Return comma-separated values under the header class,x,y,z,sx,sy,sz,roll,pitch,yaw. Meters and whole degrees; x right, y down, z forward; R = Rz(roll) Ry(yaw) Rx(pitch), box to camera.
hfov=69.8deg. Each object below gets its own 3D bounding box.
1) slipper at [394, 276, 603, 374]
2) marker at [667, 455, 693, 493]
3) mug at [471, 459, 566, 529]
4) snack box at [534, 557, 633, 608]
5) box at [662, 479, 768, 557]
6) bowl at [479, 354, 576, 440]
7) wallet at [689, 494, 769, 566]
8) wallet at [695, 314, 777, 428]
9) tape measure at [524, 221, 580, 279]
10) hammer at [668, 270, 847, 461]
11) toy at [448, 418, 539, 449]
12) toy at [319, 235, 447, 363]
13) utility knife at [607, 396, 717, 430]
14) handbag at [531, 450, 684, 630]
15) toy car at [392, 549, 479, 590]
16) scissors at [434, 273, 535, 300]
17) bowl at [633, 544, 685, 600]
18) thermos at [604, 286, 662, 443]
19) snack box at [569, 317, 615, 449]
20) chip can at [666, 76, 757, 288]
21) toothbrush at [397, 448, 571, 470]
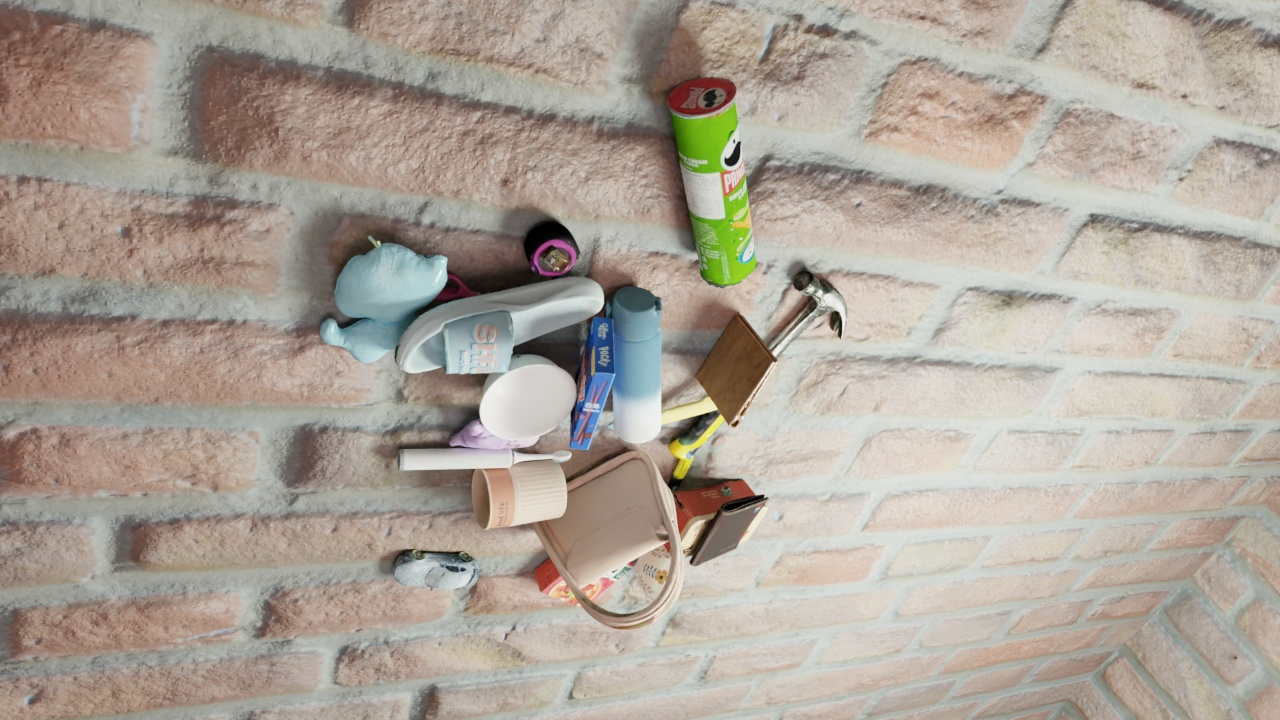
class,x,y,z,sx,sy,sz,roll,pitch,yaw
slipper,-0.148,-0.027,1.006,0.245,0.074,0.104,-18,163,-22
marker,0.052,0.182,1.367,0.018,0.015,0.124,0,131,-28
mug,-0.165,0.182,1.217,0.105,0.081,0.115,-4,152,-26
snack box,-0.078,0.322,1.406,0.113,0.044,0.127,-43,135,14
box,0.100,0.235,1.394,0.168,0.079,0.091,-2,131,-41
bowl,-0.142,0.031,1.096,0.118,0.064,0.118,-14,133,-16
wallet,0.130,0.249,1.351,0.096,0.020,0.123,-8,136,-38
wallet,0.124,0.013,1.189,0.020,0.101,0.115,7,125,-35
tape measure,-0.097,-0.119,1.001,0.057,0.039,0.058,-42,135,13
hammer,0.159,0.022,1.263,0.126,0.032,0.324,25,115,-39
toy,-0.175,0.090,1.145,0.108,0.039,0.084,5,158,-29
toy,-0.269,-0.063,0.959,0.161,0.049,0.156,-17,141,1
utility knife,0.041,0.074,1.243,0.173,0.019,0.031,-18,132,-1
handbag,-0.028,0.252,1.231,0.193,0.234,0.093,-30,134,1
toy car,-0.286,0.296,1.285,0.120,0.036,0.054,14,122,-31
scissors,-0.178,-0.074,1.019,0.137,0.017,0.096,-19,135,-16
bowl,0.029,0.314,1.426,0.062,0.113,0.114,25,123,6
thermos,-0.007,0.007,1.145,0.070,0.070,0.221,-15,134,-14
snack box,-0.060,0.030,1.098,0.026,0.084,0.157,7,140,-12
chip can,0.082,-0.188,1.007,0.072,0.072,0.236,-23,136,-7
toothbrush,-0.195,0.124,1.166,0.220,0.026,0.026,1,148,-21
